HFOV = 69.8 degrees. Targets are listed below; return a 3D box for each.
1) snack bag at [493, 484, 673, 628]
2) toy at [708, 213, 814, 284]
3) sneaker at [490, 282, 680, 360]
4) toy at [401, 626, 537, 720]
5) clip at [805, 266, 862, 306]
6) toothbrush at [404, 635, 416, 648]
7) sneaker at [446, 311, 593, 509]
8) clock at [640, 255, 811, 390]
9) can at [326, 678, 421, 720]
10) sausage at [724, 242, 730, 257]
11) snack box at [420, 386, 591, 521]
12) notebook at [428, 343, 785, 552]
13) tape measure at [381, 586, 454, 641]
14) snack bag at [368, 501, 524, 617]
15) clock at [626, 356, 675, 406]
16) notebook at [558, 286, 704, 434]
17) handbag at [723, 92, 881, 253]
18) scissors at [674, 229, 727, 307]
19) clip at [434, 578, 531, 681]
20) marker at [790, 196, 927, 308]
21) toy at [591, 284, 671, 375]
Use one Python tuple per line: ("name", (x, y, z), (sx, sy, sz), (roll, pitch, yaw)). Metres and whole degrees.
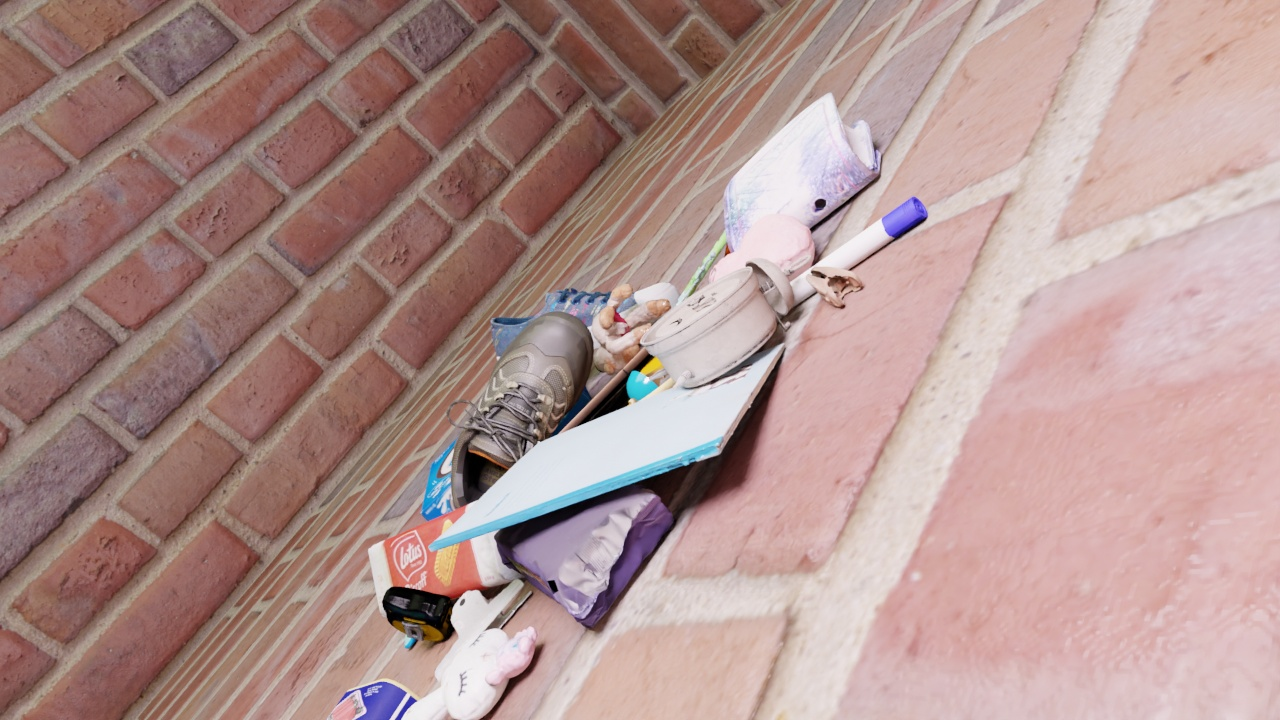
("snack bag", (-0.051, 0.129, 0.679), (0.096, 0.058, 0.206), (-50, 13, -16))
("toy", (0.105, -0.088, 0.818), (0.105, 0.053, 0.108), (-32, 22, 15))
("sneaker", (-0.069, -0.054, 1.082), (0.236, 0.079, 0.087), (-20, 12, 12))
("toy", (-0.119, 0.226, 0.656), (0.123, 0.038, 0.079), (-38, 9, 24))
("clip", (0.147, -0.059, 0.693), (0.052, 0.026, 0.058), (-35, 19, 35))
("toothbrush", (-0.213, 0.240, 0.943), (0.022, 0.017, 0.134), (-33, 19, 32))
("sneaker", (-0.132, 0.059, 0.900), (0.143, 0.101, 0.238), (-29, -36, -83))
("clock", (0.075, -0.033, 0.721), (0.156, 0.061, 0.103), (-36, 10, -8))
("can", (-0.217, 0.301, 0.700), (0.117, 0.056, 0.092), (-32, 18, 46))
("sausage", (0.105, -0.127, 1.024), (0.020, 0.020, 0.155), (-41, 15, 23))
("snack box", (-0.169, 0.094, 1.144), (0.239, 0.056, 0.195), (-45, 14, 2))
("notebook", (-0.022, 0.064, 0.689), (0.254, 0.009, 0.180), (-23, 11, 28))
("tape measure", (-0.198, 0.232, 0.830), (0.061, 0.062, 0.034), (81, -158, -51))
("snack bag", (-0.185, 0.185, 0.857), (0.041, 0.077, 0.226), (-3, -17, -46))
("clock", (0.034, 0.001, 0.829), (0.099, 0.043, 0.129), (-38, 9, 32))
("notebook", (-0.005, 0.005, 0.923), (0.209, 0.008, 0.141), (-45, -2, 6))
("handbag", (0.156, -0.168, 0.901), (0.159, 0.069, 0.126), (-39, 30, 32))
("scissors", (0.061, -0.086, 0.968), (0.171, 0.023, 0.173), (-53, 2, -33))
("clip", (-0.137, 0.212, 0.755), (0.101, 0.045, 0.055), (-47, 26, -7))
("marker", (0.160, -0.080, 0.719), (0.142, 0.020, 0.020), (-36, 17, 38))
("toy", (-0.020, -0.021, 0.998), (0.085, 0.074, 0.106), (-76, 10, -56))
